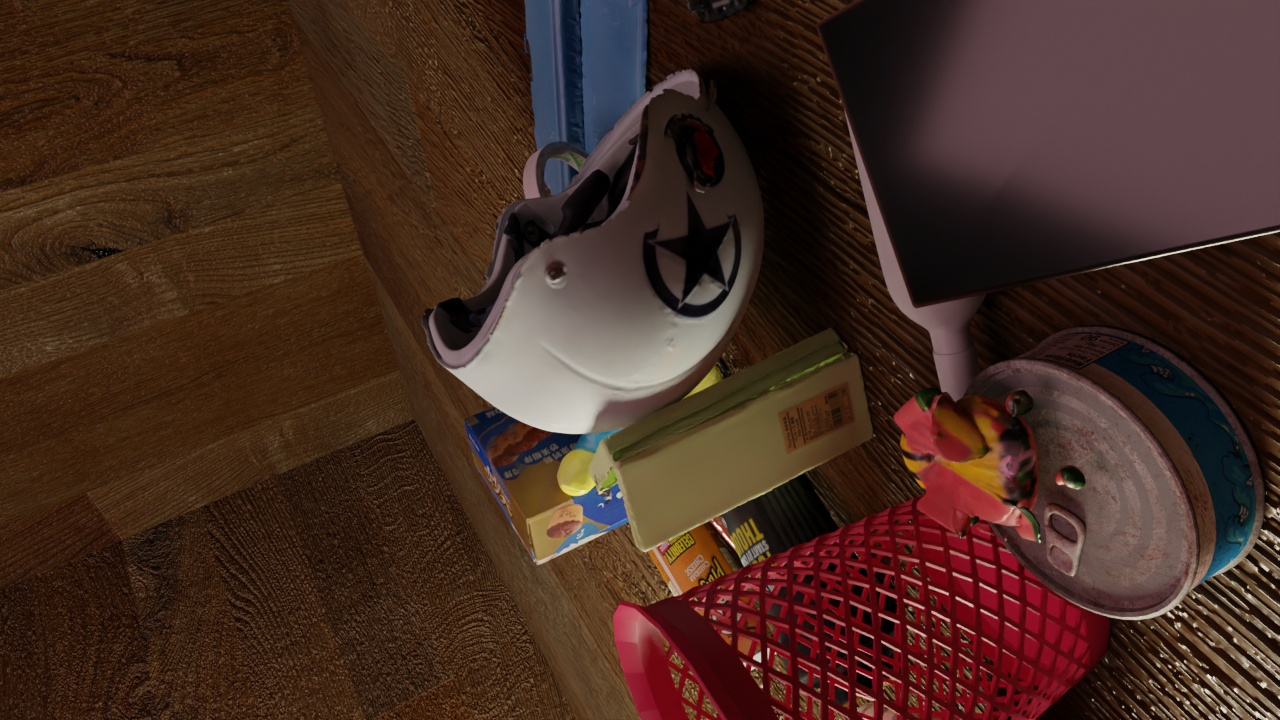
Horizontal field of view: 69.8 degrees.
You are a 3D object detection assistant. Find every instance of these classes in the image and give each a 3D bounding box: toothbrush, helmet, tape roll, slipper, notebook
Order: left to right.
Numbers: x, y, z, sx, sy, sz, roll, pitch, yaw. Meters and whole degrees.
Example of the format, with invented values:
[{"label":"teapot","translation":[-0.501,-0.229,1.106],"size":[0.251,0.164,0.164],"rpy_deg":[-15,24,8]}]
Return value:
[{"label":"tape roll","translation":[-0.057,-0.137,0.768],"size":[0.018,0.093,0.094],"rpy_deg":[-21,92,40]},{"label":"helmet","translation":[-0.008,-0.062,0.631],"size":[0.163,0.263,0.237],"rpy_deg":[42,149,-19]},{"label":"toothbrush","translation":[0.094,0.166,0.802],"size":[0.016,0.016,0.190],"rpy_deg":[-13,129,34]},{"label":"slipper","translation":[0.195,0.270,0.625],"size":[0.273,0.114,0.054],"rpy_deg":[-34,36,59]},{"label":"notebook","translation":[0.168,-0.104,0.347],"size":[0.210,0.008,0.141],"rpy_deg":[-12,101,55]}]

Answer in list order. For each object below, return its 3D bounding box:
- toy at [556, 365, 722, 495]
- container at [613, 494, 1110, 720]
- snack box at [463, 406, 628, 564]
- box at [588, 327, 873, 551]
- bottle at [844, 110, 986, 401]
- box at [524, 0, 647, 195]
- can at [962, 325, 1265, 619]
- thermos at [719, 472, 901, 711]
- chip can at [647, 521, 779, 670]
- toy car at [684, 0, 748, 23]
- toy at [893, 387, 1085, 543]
[{"label":"toy","translation":[-0.005,0.005,0.790],"size":[0.084,0.149,0.214],"rpy_deg":[-99,5,-73]},{"label":"container","translation":[0.128,0.168,0.509],"size":[0.183,0.225,0.183],"rpy_deg":[52,156,35]},{"label":"snack box","translation":[-0.047,0.087,0.902],"size":[0.155,0.202,0.069],"rpy_deg":[48,152,43]},{"label":"box","translation":[0.060,0.042,0.606],"size":[0.090,0.187,0.078],"rpy_deg":[53,157,36]},{"label":"bottle","translation":[0.144,-0.070,0.462],"size":[0.052,0.052,0.195],"rpy_deg":[17,128,65]},{"label":"box","translation":[-0.054,-0.230,0.797],"size":[0.177,0.047,0.232],"rpy_deg":[48,150,40]},{"label":"can","translation":[0.213,0.052,0.431],"size":[0.130,0.044,0.130],"rpy_deg":[52,156,35]},{"label":"thermos","translation":[0.123,0.154,0.716],"size":[0.220,0.098,0.098],"rpy_deg":[62,160,25]},{"label":"chip can","translation":[0.061,0.219,0.958],"size":[0.215,0.075,0.075],"rpy_deg":[56,158,27]},{"label":"toy car","translation":[0.037,-0.251,0.552],"size":[0.036,0.042,0.091],"rpy_deg":[-111,0,-69]},{"label":"toy","translation":[0.158,0.050,0.441],"size":[0.084,0.046,0.104],"rpy_deg":[49,162,8]}]
